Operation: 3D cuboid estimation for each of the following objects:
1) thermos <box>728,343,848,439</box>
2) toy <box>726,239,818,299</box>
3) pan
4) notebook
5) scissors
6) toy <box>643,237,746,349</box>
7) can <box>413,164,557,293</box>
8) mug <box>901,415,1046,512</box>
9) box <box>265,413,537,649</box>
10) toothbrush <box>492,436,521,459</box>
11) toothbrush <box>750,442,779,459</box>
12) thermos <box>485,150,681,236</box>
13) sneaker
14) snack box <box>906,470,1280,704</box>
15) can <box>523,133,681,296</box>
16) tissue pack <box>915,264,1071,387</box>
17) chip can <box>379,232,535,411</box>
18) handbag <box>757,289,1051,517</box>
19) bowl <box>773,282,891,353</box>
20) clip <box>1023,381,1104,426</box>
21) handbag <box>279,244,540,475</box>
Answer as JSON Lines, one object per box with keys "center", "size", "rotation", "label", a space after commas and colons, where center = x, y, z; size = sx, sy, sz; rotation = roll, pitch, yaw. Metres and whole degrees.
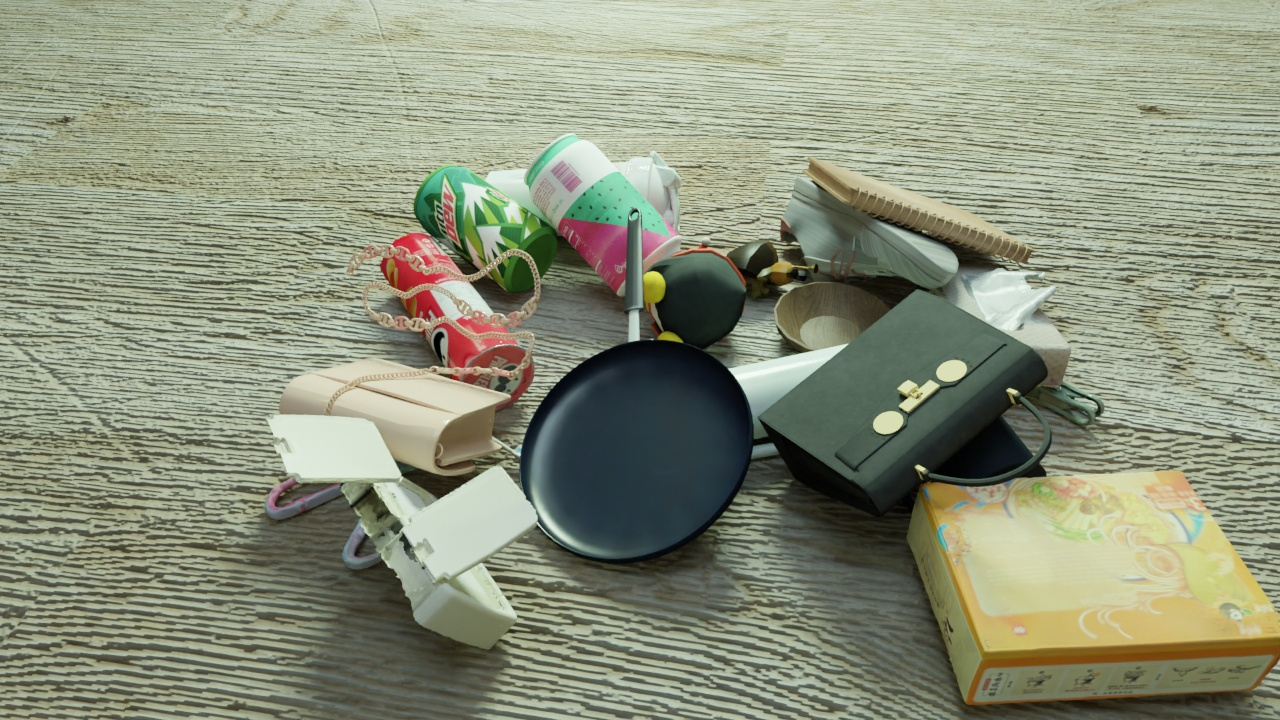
{"center": [0.162, 0.023, 0.812], "size": [0.230, 0.068, 0.068], "rotation": [-11, 41, -12], "label": "thermos"}
{"center": [0.136, -0.094, 0.955], "size": [0.100, 0.062, 0.076], "rotation": [10, 3, 35], "label": "toy"}
{"center": [-0.005, 0.005, 0.788], "size": [0.199, 0.021, 0.355], "rotation": [-11, 55, 16], "label": "pan"}
{"center": [0.289, -0.158, 0.965], "size": [0.210, 0.022, 0.169], "rotation": [16, 20, -13], "label": "notebook"}
{"center": [-0.216, 0.110, 0.763], "size": [0.172, 0.014, 0.158], "rotation": [-21, 43, -26], "label": "scissors"}
{"center": [0.053, -0.065, 0.903], "size": [0.100, 0.097, 0.119], "rotation": [-17, 17, 5], "label": "toy"}
{"center": [-0.166, -0.142, 0.980], "size": [0.144, 0.083, 0.082], "rotation": [36, 51, 18], "label": "can"}
{"center": [0.257, 0.088, 0.738], "size": [0.105, 0.071, 0.077], "rotation": [-27, 42, 5], "label": "mug"}
{"center": [-0.146, 0.093, 0.621], "size": [0.101, 0.194, 0.143], "rotation": [-45, 55, -2], "label": "box"}
{"center": [-0.171, 0.048, 0.826], "size": [0.186, 0.022, 0.024], "rotation": [27, 64, 31], "label": "toothbrush"}
{"center": [0.159, 0.067, 0.797], "size": [0.186, 0.017, 0.012], "rotation": [-9, 38, -8], "label": "toothbrush"}
{"center": [-0.065, -0.184, 1.042], "size": [0.220, 0.099, 0.099], "rotation": [1, 40, 9], "label": "thermos"}
{"center": [0.225, -0.111, 0.953], "size": [0.099, 0.090, 0.236], "rotation": [8, 24, -33], "label": "sneaker"}
{"center": [0.302, 0.157, 0.638], "size": [0.195, 0.081, 0.144], "rotation": [-3, 40, -1], "label": "snack box"}
{"center": [-0.039, -0.149, 0.949], "size": [0.166, 0.088, 0.088], "rotation": [48, 54, 5], "label": "can"}
{"center": [0.336, -0.047, 0.873], "size": [0.104, 0.071, 0.181], "rotation": [0, 28, 2], "label": "tissue pack"}
{"center": [-0.186, -0.046, 0.899], "size": [0.073, 0.073, 0.233], "rotation": [-22, 44, -22], "label": "chip can"}
{"center": [0.217, 0.045, 0.684], "size": [0.175, 0.072, 0.196], "rotation": [-38, 25, -9], "label": "handbag"}
{"center": [0.189, -0.032, 0.903], "size": [0.118, 0.030, 0.117], "rotation": [-1, 40, 1], "label": "bowl"}
{"center": [0.378, 0.032, 0.829], "size": [0.047, 0.023, 0.076], "rotation": [-32, 47, -29], "label": "clip"}
{"center": [-0.202, -0.012, 0.750], "size": [0.199, 0.187, 0.116], "rotation": [13, 10, 21], "label": "handbag"}
